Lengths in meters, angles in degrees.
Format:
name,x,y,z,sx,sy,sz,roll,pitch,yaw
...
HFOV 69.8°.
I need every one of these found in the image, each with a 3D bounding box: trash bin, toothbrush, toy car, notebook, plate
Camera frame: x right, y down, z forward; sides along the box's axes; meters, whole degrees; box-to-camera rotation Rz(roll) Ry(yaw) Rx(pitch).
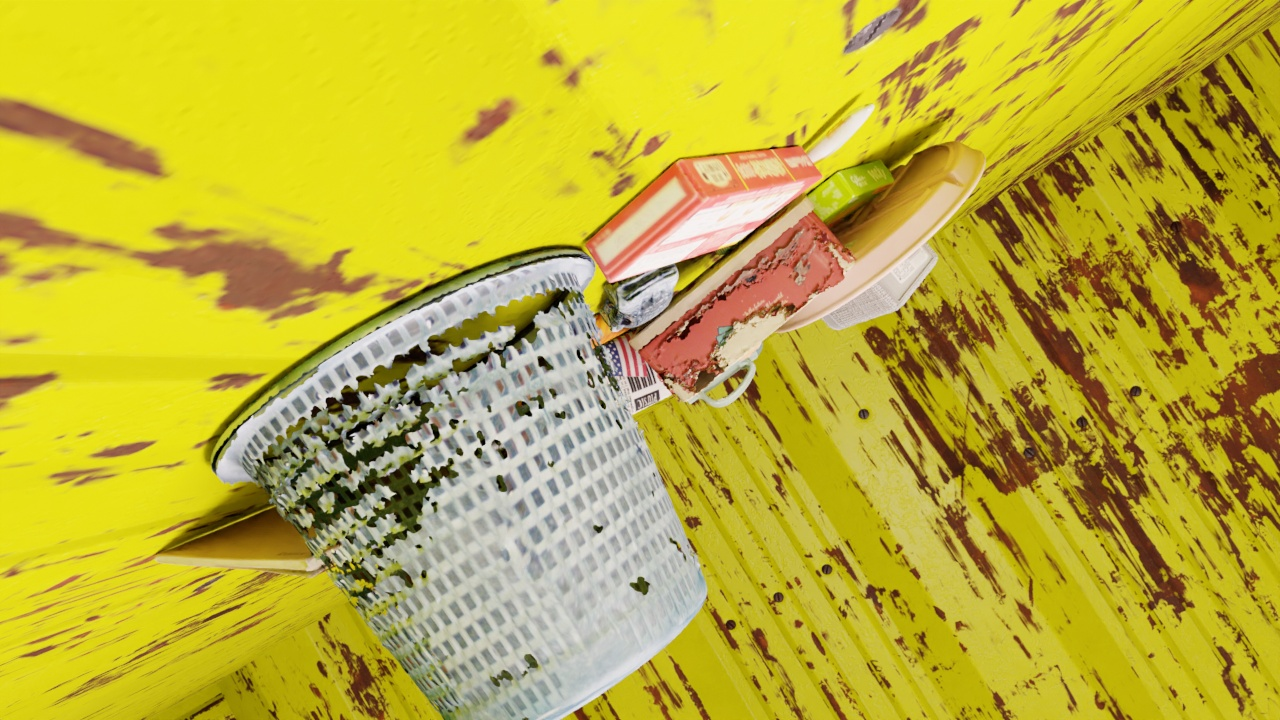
name,x,y,z,sx,sy,sz,roll,pitch,yaw
trash bin,-0.073,0.081,0.491,0.226,0.195,0.226,-32,175,-4
toothbrush,0.093,-0.112,0.600,0.016,0.018,0.192,-30,177,-31
toy car,0.000,-0.043,0.642,0.049,0.031,0.106,-30,175,-10
notebook,-0.198,0.101,0.640,0.150,0.012,0.211,-6,-171,31
plate,0.192,-0.111,0.795,0.230,0.028,0.229,-41,-170,9

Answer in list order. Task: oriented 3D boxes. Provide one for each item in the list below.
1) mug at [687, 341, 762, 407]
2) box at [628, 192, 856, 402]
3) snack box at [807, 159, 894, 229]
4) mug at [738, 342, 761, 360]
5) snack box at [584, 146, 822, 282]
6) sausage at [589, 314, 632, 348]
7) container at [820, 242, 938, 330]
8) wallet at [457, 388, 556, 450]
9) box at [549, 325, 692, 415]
name,x,y,z,sx,sy,sz,roll,pitch,yaw
mug,0.081,-0.005,1.012,0.106,0.111,0.082,-34,151,0
box,0.081,-0.042,0.692,0.168,0.078,0.091,-40,-174,14
snack box,0.137,-0.114,0.792,0.157,0.026,0.085,-37,173,40
mug,0.060,-0.027,0.907,0.078,0.078,0.122,-36,169,37
snack box,0.040,-0.085,0.514,0.075,0.025,0.152,-37,173,35
sausage,-0.057,-0.009,0.680,0.164,0.021,0.022,-29,174,-28
container,0.225,-0.094,0.927,0.090,0.090,0.114,-49,-169,-17
wallet,-0.108,0.047,0.792,0.129,0.037,0.107,-27,-171,-34
box,-0.003,0.005,0.772,0.161,0.087,0.076,-21,155,-44
